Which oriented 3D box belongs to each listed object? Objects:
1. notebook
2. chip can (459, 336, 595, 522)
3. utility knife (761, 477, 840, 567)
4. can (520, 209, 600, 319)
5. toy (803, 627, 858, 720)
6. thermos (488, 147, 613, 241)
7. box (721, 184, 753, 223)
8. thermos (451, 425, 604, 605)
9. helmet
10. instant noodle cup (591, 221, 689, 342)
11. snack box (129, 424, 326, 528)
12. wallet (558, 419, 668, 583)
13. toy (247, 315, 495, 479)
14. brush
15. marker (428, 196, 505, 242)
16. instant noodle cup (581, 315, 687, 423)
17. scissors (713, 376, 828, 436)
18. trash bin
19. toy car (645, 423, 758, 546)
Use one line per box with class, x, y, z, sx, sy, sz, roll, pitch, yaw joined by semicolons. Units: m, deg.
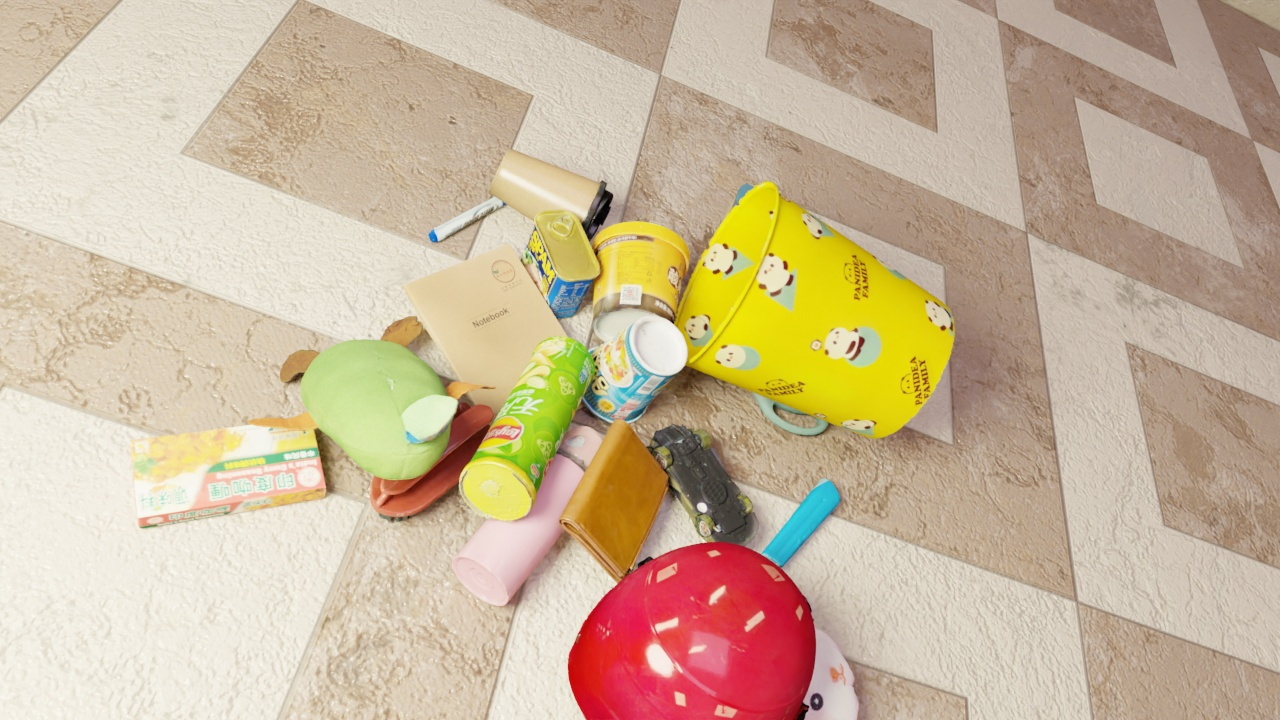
notebook;-0.148;-0.019;1.006;0.147;0.008;0.207;-29;85;-38
chip can;-0.105;0.059;0.908;0.072;0.073;0.220;27;37;-4
utility knife;0.159;0.201;1.009;0.034;0.018;0.217;45;50;8
can;-0.097;-0.110;1.073;0.057;0.083;0.102;-9;61;-30
toy;0.137;0.319;0.898;0.159;0.054;0.121;1;56;-14
thermos;-0.108;-0.200;1.123;0.143;0.093;0.092;26;50;-8
box;0.142;-0.150;1.225;0.090;0.061;0.183;24;49;-6
thermos;-0.108;0.143;0.907;0.087;0.067;0.198;16;46;25
helmet;0.063;0.253;0.817;0.239;0.144;0.207;-37;70;-28
instant noodle cup;-0.005;-0.083;1.080;0.118;0.119;0.114;15;59;-14
snack box;-0.374;0.100;0.836;0.155;0.027;0.077;-7;60;-28
wallet;-0.016;0.145;0.921;0.119;0.035;0.130;56;44;-29
toy;-0.248;0.035;0.861;0.226;0.090;0.247;-13;31;-24
brush;-0.201;0.098;0.888;0.063;0.069;0.145;42;51;9
marker;-0.200;-0.179;1.119;0.017;0.017;0.145;44;51;9
instant noodle cup;-0.006;0.006;1.004;0.099;0.110;0.099;14;59;-26
scissors;0.159;0.020;1.139;0.180;0.019;0.143;26;51;-3
trash bin;0.197;-0.044;1.056;0.255;0.230;0.229;26;50;-13
toy car;0.066;0.138;0.997;0.070;0.042;0.158;-20;66;-33
